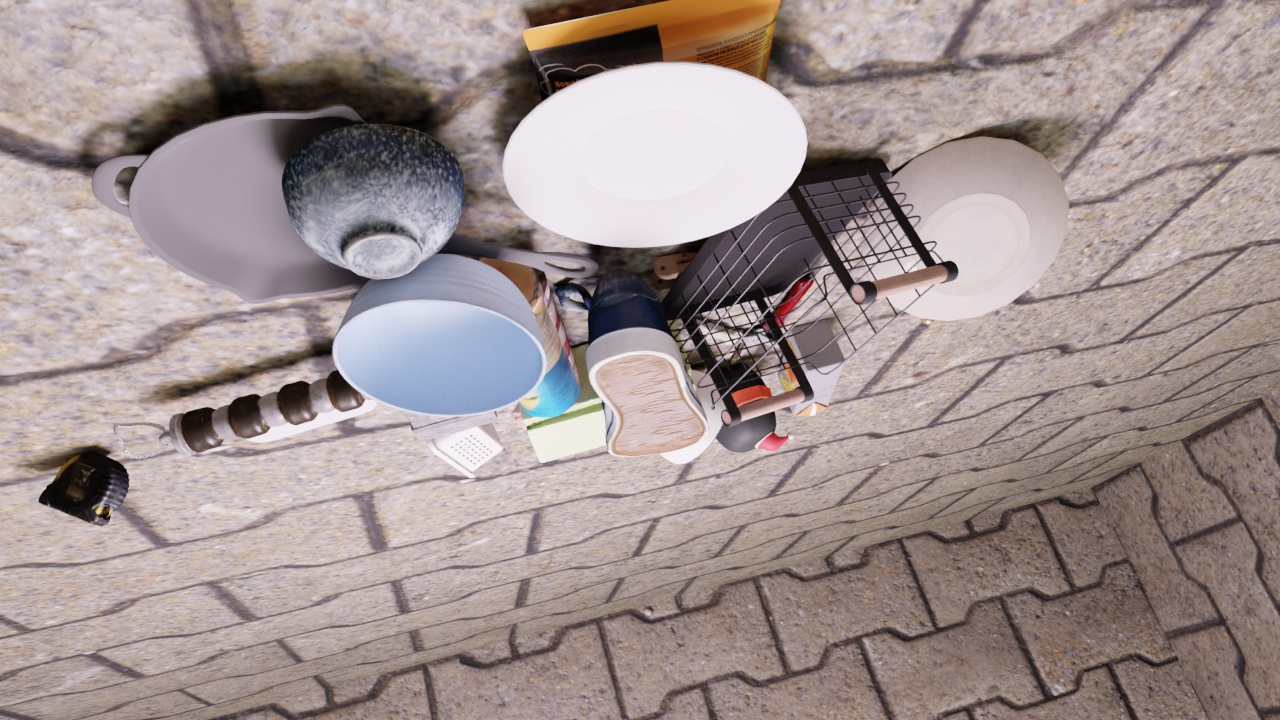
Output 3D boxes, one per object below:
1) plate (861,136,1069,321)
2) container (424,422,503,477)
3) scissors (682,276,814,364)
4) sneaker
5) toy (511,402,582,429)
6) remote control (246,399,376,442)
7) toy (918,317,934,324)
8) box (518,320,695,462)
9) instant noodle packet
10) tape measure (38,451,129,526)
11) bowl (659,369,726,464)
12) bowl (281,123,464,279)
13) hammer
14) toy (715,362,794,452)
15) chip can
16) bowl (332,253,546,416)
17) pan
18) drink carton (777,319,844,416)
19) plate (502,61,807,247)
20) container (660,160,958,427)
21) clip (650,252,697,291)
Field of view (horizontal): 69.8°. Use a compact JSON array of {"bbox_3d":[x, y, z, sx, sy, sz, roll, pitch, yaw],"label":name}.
[{"bbox_3d":[0.303,-0.112,0.852,0.189,0.027,0.189,0,124,1],"label":"plate"},{"bbox_3d":[-0.194,0.068,0.983,0.049,0.080,0.129,-29,157,-1],"label":"container"},{"bbox_3d":[0.118,-0.038,1.036,0.179,0.015,0.199,-7,156,-26],"label":"scissors"},{"bbox_3d":[-0.005,0.005,0.873,0.121,0.127,0.295,-9,153,3],"label":"sneaker"},{"bbox_3d":[-0.089,0.052,1.055,0.108,0.053,0.105,-20,172,4],"label":"toy"},{"bbox_3d":[-0.335,0.056,0.932,0.136,0.013,0.043,-17,157,-1],"label":"remote control"},{"bbox_3d":[0.315,-0.097,0.948,0.134,0.105,0.108,-17,146,-10],"label":"toy"},{"bbox_3d":[-0.035,0.038,0.977,0.188,0.130,0.064,-15,-160,-2],"label":"box"},{"bbox_3d":[0.012,-0.168,0.644,0.160,0.032,0.221,-13,157,-4],"label":"instant noodle packet"},{"bbox_3d":[-0.526,0.120,0.876,0.067,0.062,0.038,18,162,14],"label":"tape measure"},{"bbox_3d":[0.044,0.059,1.090,0.065,0.116,0.117,33,133,-23],"label":"bowl"},{"bbox_3d":[-0.166,-0.088,0.582,0.114,0.060,0.114,-11,154,-5],"label":"bowl"},{"bbox_3d":[-0.299,0.036,0.829,0.326,0.079,0.177,-16,157,-2],"label":"hammer"},{"bbox_3d":[0.124,0.068,1.150,0.097,0.119,0.100,-4,148,-37],"label":"toy"},{"bbox_3d":[-0.105,-0.017,0.849,0.080,0.079,0.230,-17,158,-2],"label":"chip can"},{"bbox_3d":[-0.145,-0.028,0.680,0.150,0.074,0.151,-3,146,-2],"label":"bowl"},{"bbox_3d":[-0.182,-0.098,0.650,0.353,0.024,0.217,7,147,-35],"label":"pan"},{"bbox_3d":[0.210,0.011,1.138,0.048,0.076,0.125,-14,153,-7],"label":"drink carton"},{"bbox_3d":[0.010,-0.138,0.637,0.208,0.015,0.209,-4,157,-2],"label":"plate"},{"bbox_3d":[0.144,-0.057,0.831,0.162,0.130,0.242,-15,159,-31],"label":"container"},{"bbox_3d":[0.036,-0.089,0.856,0.060,0.024,0.041,-25,160,-2],"label":"clip"}]
